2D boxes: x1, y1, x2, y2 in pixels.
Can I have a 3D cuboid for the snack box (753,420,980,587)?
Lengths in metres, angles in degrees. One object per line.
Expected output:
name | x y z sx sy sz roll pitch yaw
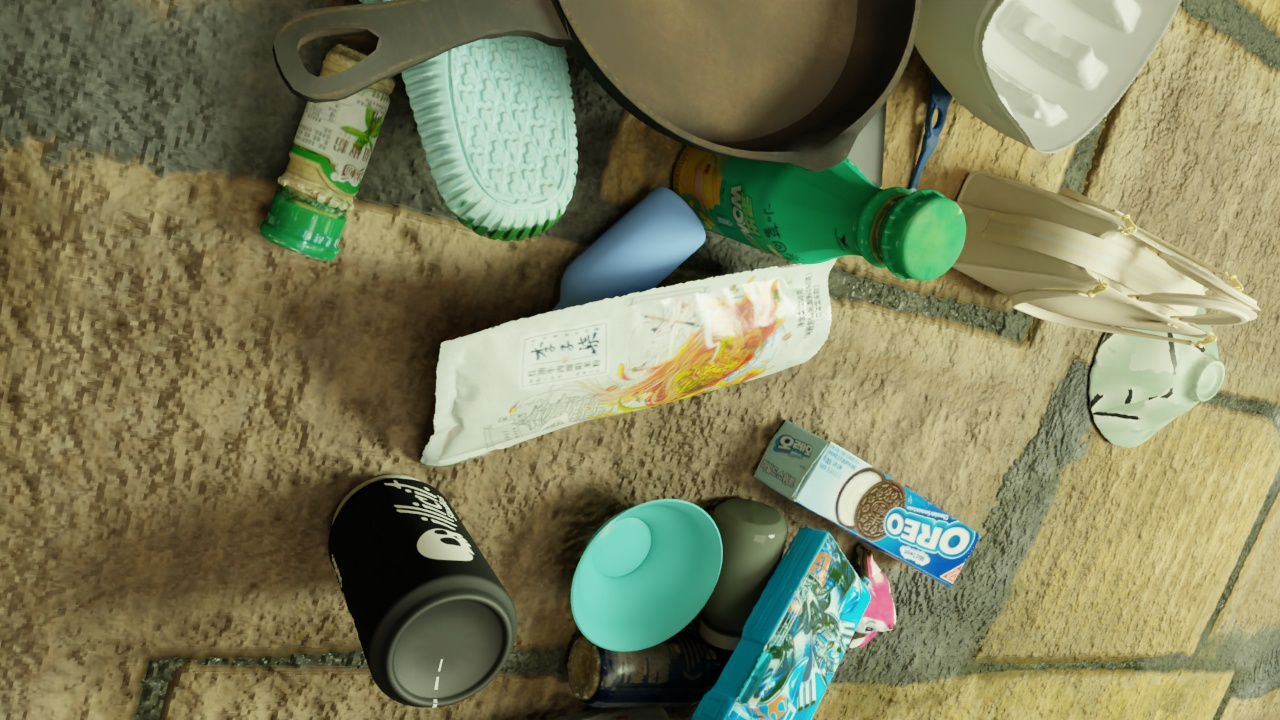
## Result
snack box | 0.193 0.123 0.763 0.226 0.059 0.059 32 88 -33

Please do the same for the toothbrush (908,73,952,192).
toothbrush | 0.218 -0.172 0.688 0.021 0.016 0.132 -2 110 -31

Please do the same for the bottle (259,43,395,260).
bottle | -0.165 -0.110 0.489 0.042 0.043 0.110 19 98 -33

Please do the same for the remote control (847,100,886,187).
remote control | 0.157 -0.188 0.647 0.045 0.021 0.141 -13 115 -23

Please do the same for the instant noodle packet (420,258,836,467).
instant noodle packet | -0.003 0.003 0.586 0.268 0.057 0.147 -16 151 -26

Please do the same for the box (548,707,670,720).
box | -0.080 0.319 0.681 0.216 0.094 0.108 -2 135 -29

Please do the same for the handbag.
handbag | 0.362 -0.067 0.698 0.194 0.198 0.101 15 101 -32

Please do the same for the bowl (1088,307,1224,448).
bowl | 0.524 0.011 0.895 0.174 0.068 0.174 -9 110 -26

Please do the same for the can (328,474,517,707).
can | -0.131 0.128 0.534 0.080 0.146 0.080 -10 113 -25

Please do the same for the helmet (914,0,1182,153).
helmet | 0.269 -0.266 0.579 0.282 0.184 0.224 31 100 -38

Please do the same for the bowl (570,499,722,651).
bowl | -0.004 0.147 0.671 0.121 0.046 0.121 -10 113 -25

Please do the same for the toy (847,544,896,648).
toy | 0.205 0.219 0.810 0.065 0.050 0.102 -49 137 -33

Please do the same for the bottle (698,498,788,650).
bottle | 0.076 0.166 0.714 0.060 0.060 0.108 1 108 -29

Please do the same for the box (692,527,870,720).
box | 0.100 0.268 0.688 0.242 0.064 0.174 -53 146 -27

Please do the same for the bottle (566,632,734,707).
bottle | 0.022 0.240 0.715 0.160 0.056 0.056 13 102 -31

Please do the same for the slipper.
slipper | -0.095 -0.197 0.475 0.115 0.070 0.276 -13 96 -35

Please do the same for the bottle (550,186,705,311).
bottle | -0.020 -0.052 0.585 0.131 0.048 0.048 -43 123 -8

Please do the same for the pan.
pan | -0.007 -0.190 0.462 0.355 0.043 0.249 -25 99 -23

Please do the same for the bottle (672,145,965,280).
bottle | 0.097 -0.091 0.537 0.068 0.210 0.068 -10 113 -26
